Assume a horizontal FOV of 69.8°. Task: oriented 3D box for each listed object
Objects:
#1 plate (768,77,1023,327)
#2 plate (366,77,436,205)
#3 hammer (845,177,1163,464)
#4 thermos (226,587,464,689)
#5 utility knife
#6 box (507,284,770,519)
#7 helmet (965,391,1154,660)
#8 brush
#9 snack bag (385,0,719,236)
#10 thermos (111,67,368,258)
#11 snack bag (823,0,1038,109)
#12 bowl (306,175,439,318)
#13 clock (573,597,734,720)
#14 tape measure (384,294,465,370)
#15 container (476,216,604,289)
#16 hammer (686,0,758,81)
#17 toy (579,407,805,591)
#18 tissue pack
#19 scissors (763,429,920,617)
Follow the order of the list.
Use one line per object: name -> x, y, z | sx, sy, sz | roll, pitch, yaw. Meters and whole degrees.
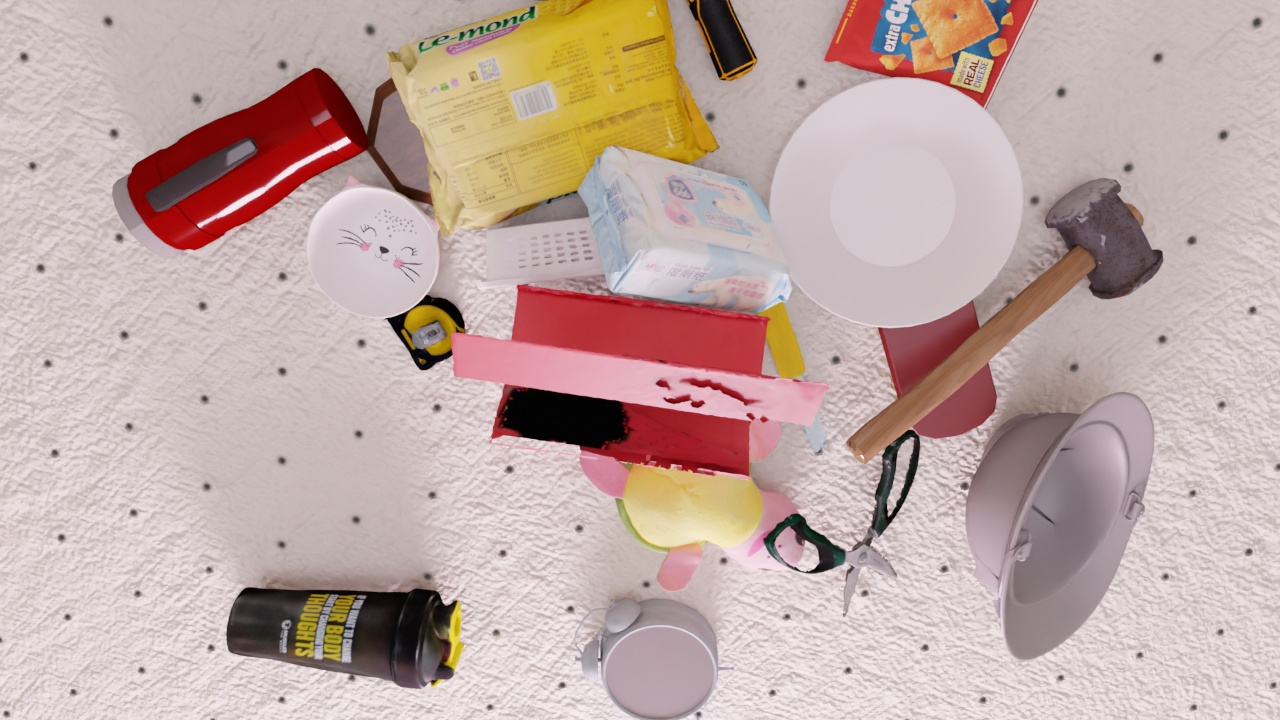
plate -> 0.215, -0.132, 0.782 | 0.209, 0.015, 0.208 | 1, 97, 8
plate -> -0.177, -0.195, 0.797 | 0.131, 0.025, 0.131 | 0, 107, 1
hammer -> 0.308, -0.024, 0.791 | 0.328, 0.052, 0.098 | -41, 104, -4
thermos -> -0.288, 0.271, 0.912 | 0.221, 0.098, 0.098 | 4, 107, 3
utility knife -> 0.131, -0.014, 0.854 | 0.030, 0.019, 0.225 | -19, 101, 12
box -> -0.020, 0.076, 0.926 | 0.214, 0.170, 0.480 | 8, 138, -3
helmet -> 0.360, 0.135, 0.852 | 0.183, 0.118, 0.271 | -9, 116, -29
brush -> 0.265, -0.015, 0.839 | 0.082, 0.041, 0.173 | -18, 106, 6
snack bag -> -0.070, -0.207, 0.750 | 0.247, 0.068, 0.160 | -19, 111, -3
thermos -> -0.337, -0.162, 0.767 | 0.199, 0.108, 0.084 | -27, 104, 6
snack bag -> 0.244, -0.286, 0.756 | 0.144, 0.039, 0.131 | 20, 108, -5
bowl -> -0.231, -0.099, 0.814 | 0.115, 0.050, 0.115 | 0, 107, 1
clock -> 0.008, 0.304, 0.940 | 0.159, 0.045, 0.123 | 28, 105, -9
tape measure -> -0.193, -0.028, 0.844 | 0.061, 0.034, 0.062 | -31, 105, 8
container -> -0.077, -0.095, 0.802 | 0.129, 0.080, 0.049 | -7, 96, 3
hammer -> 0.018, -0.379, 0.736 | 0.123, 0.036, 0.320 | -26, 103, 7
toy -> 0.058, 0.123, 0.861 | 0.238, 0.088, 0.190 | 29, 89, -13
tissue pack -> 0.042, -0.104, 0.746 | 0.181, 0.112, 0.070 | 5, 142, -35
scissors -> 0.211, 0.148, 0.873 | 0.201, 0.015, 0.204 | 31, 89, -38
